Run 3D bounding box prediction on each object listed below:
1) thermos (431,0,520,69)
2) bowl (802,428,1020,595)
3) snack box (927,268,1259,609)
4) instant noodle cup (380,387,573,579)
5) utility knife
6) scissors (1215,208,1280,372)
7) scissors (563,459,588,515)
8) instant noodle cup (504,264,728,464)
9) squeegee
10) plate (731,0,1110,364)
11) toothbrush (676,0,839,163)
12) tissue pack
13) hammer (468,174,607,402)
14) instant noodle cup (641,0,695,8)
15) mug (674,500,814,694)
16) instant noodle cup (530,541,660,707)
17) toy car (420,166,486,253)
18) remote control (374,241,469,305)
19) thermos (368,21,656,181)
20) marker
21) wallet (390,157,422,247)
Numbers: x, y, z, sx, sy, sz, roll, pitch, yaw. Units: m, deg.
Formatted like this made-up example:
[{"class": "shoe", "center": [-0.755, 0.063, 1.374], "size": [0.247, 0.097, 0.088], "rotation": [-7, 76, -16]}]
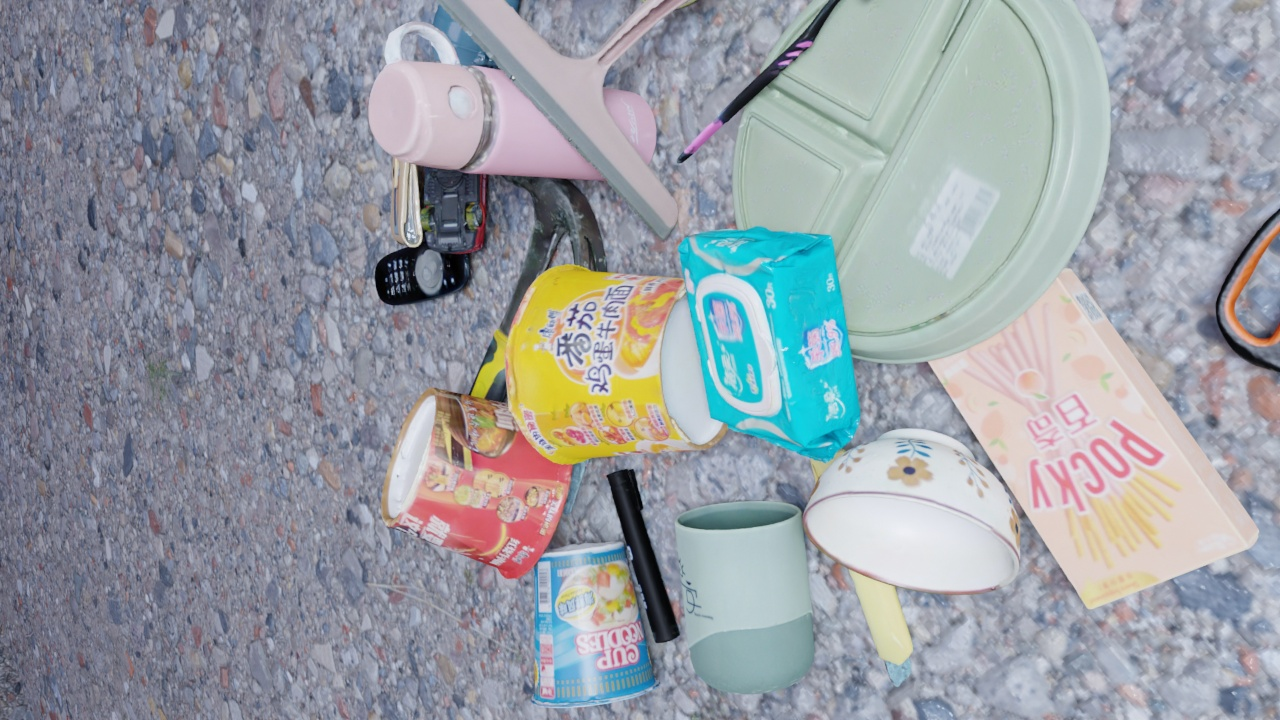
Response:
[{"class": "thermos", "center": [-0.112, -0.330, 0.691], "size": [0.070, 0.070, 0.221], "rotation": [35, 118, 33]}, {"class": "bowl", "center": [0.151, 0.077, 0.507], "size": [0.114, 0.113, 0.062], "rotation": [-12, 46, 42]}, {"class": "snack box", "center": [0.225, 0.039, 0.471], "size": [0.085, 0.026, 0.157], "rotation": [-43, 68, 39]}, {"class": "instant noodle cup", "center": [-0.129, 0.090, 0.704], "size": [0.138, 0.108, 0.137], "rotation": [-45, 34, 42]}, {"class": "utility knife", "center": [0.137, 0.123, 0.570], "size": [0.031, 0.018, 0.166], "rotation": [-22, 80, 46]}, {"class": "scissors", "center": [0.332, -0.085, 0.365], "size": [0.190, 0.021, 0.230], "rotation": [47, 119, 21]}, {"class": "scissors", "center": [-0.045, 0.070, 0.729], "size": [0.056, 0.017, 0.134], "rotation": [33, 121, 28]}, {"class": "instant noodle cup", "center": [-0.004, 0.004, 0.607], "size": [0.110, 0.137, 0.138], "rotation": [1, 97, 34]}, {"class": "squeegee", "center": [0.037, -0.228, 0.550], "size": [0.250, 0.247, 0.040], "rotation": [-35, 39, 15]}, {"class": "plate", "center": [0.136, -0.112, 0.509], "size": [0.231, 0.027, 0.230], "rotation": [3, 94, 48]}, {"class": "toothbrush", "center": [0.082, -0.171, 0.537], "size": [0.190, 0.014, 0.017], "rotation": [-39, 73, 42]}, {"class": "tissue pack", "center": [0.073, -0.011, 0.533], "size": [0.093, 0.050, 0.133], "rotation": [13, 122, 56]}, {"class": "hammer", "center": [-0.116, -0.003, 0.768], "size": [0.126, 0.031, 0.324], "rotation": [42, 122, 30]}, {"class": "instant noodle cup", "center": [-0.016, -0.288, 0.572], "size": [0.112, 0.123, 0.112], "rotation": [8, 102, 41]}, {"class": "mug", "center": [0.064, 0.151, 0.606], "size": [0.112, 0.082, 0.106], "rotation": [-176, 79, -72]}, {"class": "instant noodle cup", "center": [-0.041, 0.196, 0.696], "size": [0.099, 0.099, 0.110], "rotation": [-15, 79, 42]}, {"class": "toy car", "center": [-0.153, -0.147, 0.764], "size": [0.053, 0.045, 0.120], "rotation": [0, 88, 11]}, {"class": "remote control", "center": [-0.194, -0.080, 0.832], "size": [0.137, 0.024, 0.053], "rotation": [-7, 90, 40]}, {"class": "thermos", "center": [-0.079, -0.163, 0.599], "size": [0.067, 0.198, 0.087], "rotation": [-10, 88, 44]}, {"class": "marker", "center": [0.003, 0.147, 0.694], "size": [0.022, 0.020, 0.132], "rotation": [-19, 82, 13]}, {"class": "wallet", "center": [-0.205, -0.144, 0.803], "size": [0.115, 0.024, 0.087], "rotation": [-154, 61, -70]}]
